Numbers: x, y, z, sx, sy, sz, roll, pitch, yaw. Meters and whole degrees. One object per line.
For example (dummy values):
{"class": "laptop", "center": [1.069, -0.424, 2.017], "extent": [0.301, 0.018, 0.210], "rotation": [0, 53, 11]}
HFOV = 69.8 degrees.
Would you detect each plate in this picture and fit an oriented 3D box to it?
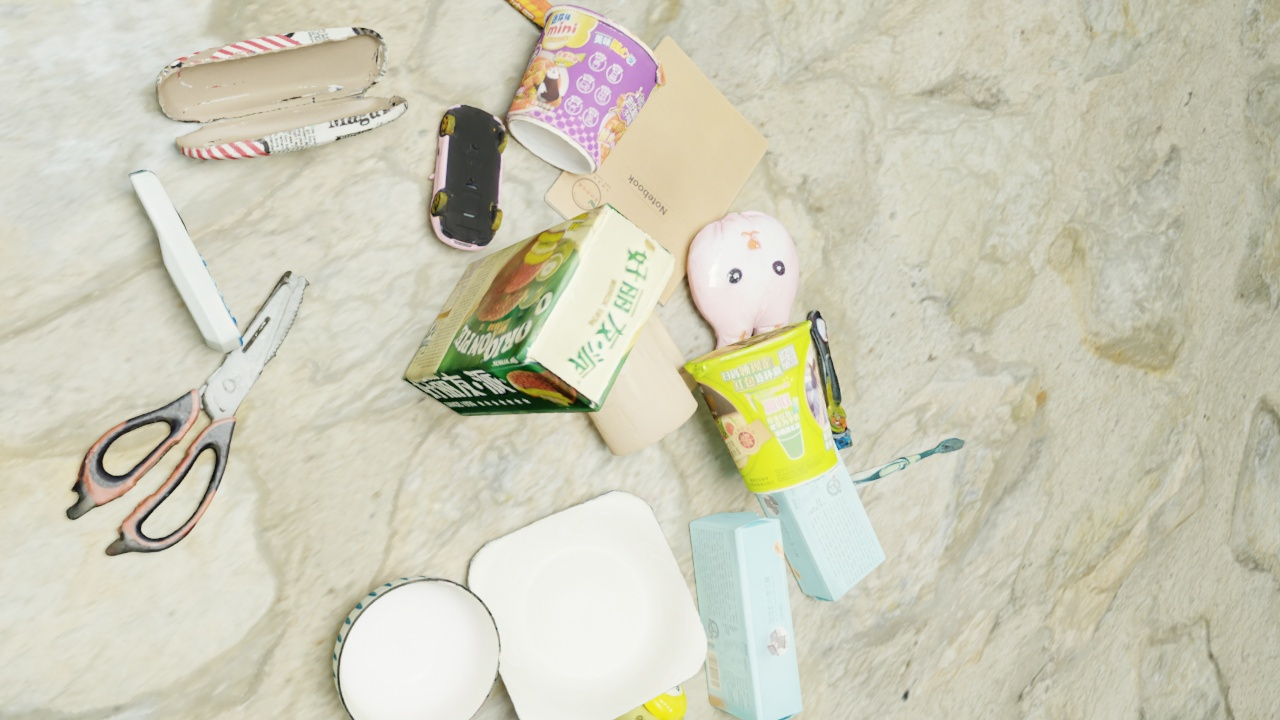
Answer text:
{"class": "plate", "center": [-0.043, 0.201, 0.734], "extent": [0.164, 0.034, 0.163], "rotation": [-20, 75, -17]}

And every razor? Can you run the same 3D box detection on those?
{"class": "razor", "center": [0.186, 0.020, 0.906], "extent": [0.042, 0.022, 0.142], "rotation": [-10, 91, -31]}

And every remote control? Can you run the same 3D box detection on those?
{"class": "remote control", "center": [-0.304, -0.063, 0.613], "extent": [0.024, 0.049, 0.125], "rotation": [-27, 91, -24]}

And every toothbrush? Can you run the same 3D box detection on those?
{"class": "toothbrush", "center": [0.269, 0.109, 0.948], "extent": [0.191, 0.018, 0.016], "rotation": [-15, 94, -29]}

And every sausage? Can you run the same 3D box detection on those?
{"class": "sausage", "center": [-0.119, -0.319, 0.759], "extent": [0.165, 0.021, 0.021], "rotation": [35, 71, -22]}

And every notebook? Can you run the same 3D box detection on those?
{"class": "notebook", "center": [0.022, -0.174, 0.836], "extent": [0.148, 0.008, 0.207], "rotation": [41, 68, -20]}

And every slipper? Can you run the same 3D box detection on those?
{"class": "slipper", "center": [0.013, 0.313, 0.719], "extent": [0.091, 0.082, 0.190], "rotation": [30, 40, -28]}

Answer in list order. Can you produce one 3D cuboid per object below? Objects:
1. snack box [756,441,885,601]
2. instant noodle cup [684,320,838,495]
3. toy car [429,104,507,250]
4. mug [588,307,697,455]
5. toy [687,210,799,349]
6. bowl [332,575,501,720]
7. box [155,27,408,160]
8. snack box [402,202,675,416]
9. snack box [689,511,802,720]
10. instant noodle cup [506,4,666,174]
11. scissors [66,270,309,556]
{"class": "snack box", "center": [0.160, 0.133, 0.866], "extent": [0.074, 0.052, 0.175], "rotation": [-30, 100, -26]}
{"class": "instant noodle cup", "center": [0.109, 0.043, 0.769], "extent": [0.111, 0.112, 0.123], "rotation": [-21, 93, -29]}
{"class": "toy car", "center": [-0.137, -0.144, 0.730], "extent": [0.056, 0.037, 0.122], "rotation": [13, 68, -31]}
{"class": "mug", "center": [-0.005, 0.005, 0.775], "extent": [0.103, 0.084, 0.124], "rotation": [59, 39, -11]}
{"class": "toy", "center": [0.100, -0.058, 0.848], "extent": [0.121, 0.054, 0.159], "rotation": [-15, 102, -28]}
{"class": "bowl", "center": [-0.167, 0.213, 0.669], "extent": [0.116, 0.066, 0.116], "rotation": [2, 85, -28]}
{"class": "box", "center": [-0.246, -0.176, 0.651], "extent": [0.162, 0.076, 0.087], "rotation": [-24, 78, -31]}
{"class": "snack box", "center": [-0.081, -0.025, 0.635], "extent": [0.063, 0.241, 0.114], "rotation": [36, 69, -24]}
{"class": "snack box", "center": [0.092, 0.224, 0.808], "extent": [0.051, 0.074, 0.175], "rotation": [-7, 90, -30]}
{"class": "instant noodle cup", "center": [-0.051, -0.214, 0.746], "extent": [0.111, 0.112, 0.099], "rotation": [32, 79, -23]}
{"class": "scissors", "center": [-0.307, 0.023, 0.633], "extent": [0.185, 0.015, 0.208], "rotation": [-4, 88, -29]}
